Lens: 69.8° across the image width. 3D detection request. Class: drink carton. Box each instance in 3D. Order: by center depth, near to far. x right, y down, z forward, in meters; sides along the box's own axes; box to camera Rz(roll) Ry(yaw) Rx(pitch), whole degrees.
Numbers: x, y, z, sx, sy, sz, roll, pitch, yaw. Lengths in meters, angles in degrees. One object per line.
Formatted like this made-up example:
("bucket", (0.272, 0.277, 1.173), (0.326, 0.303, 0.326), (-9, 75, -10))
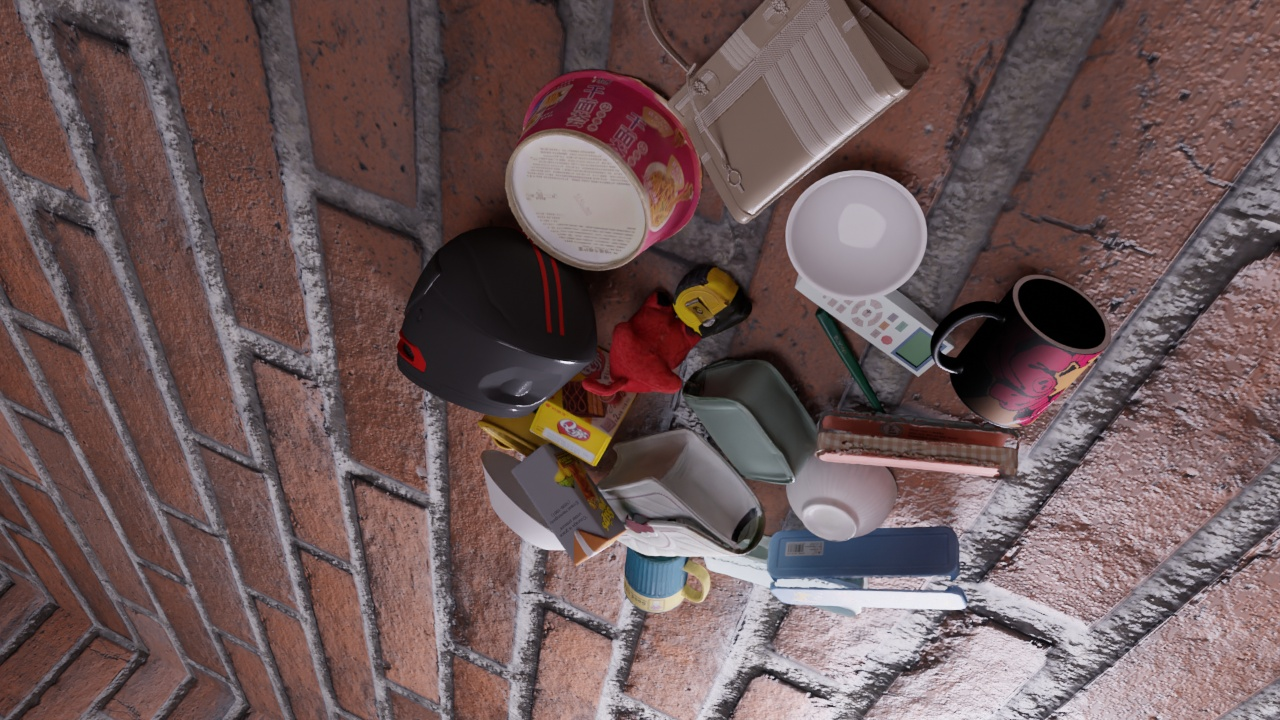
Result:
("drink carton", (-0.076, 0.152, 0.988), (0.048, 0.076, 0.125), (-39, 80, 14))

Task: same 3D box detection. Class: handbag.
("handbag", (0.081, -0.233, 0.694), (0.198, 0.062, 0.176), (48, 136, -6))
("handbag", (0.113, 0.060, 0.932), (0.106, 0.067, 0.122), (-6, 127, 54))
("handbag", (0.031, 0.161, 1.025), (0.142, 0.096, 0.199), (48, 151, -11))

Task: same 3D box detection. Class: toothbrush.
("toothbrush", (0.218, 0.023, 0.875), (0.017, 0.016, 0.190), (-14, 122, 42))

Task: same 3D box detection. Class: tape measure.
("tape measure", (0.063, -0.056, 0.875), (0.066, 0.037, 0.064), (-23, 117, 42))

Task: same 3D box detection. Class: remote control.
("remote control", (0.205, -0.047, 0.809), (0.143, 0.024, 0.050), (35, 138, -2))

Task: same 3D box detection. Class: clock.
("clock", (-0.134, 0.089, 1.095), (0.113, 0.052, 0.152), (29, 166, 3))

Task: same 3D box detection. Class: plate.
("plate", (-0.125, 0.173, 1.059), (0.174, 0.174, 0.036), (38, 95, -8))

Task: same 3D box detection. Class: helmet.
("helmet", (-0.138, -0.045, 0.895), (0.164, 0.170, 0.265), (12, -167, -34))

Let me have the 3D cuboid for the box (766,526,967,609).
("box", (0.248, 0.227, 1.008), (0.209, 0.073, 0.078), (-5, 143, 26))

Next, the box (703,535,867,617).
("box", (0.173, 0.251, 1.106), (0.199, 0.066, 0.083), (10, 159, 22))

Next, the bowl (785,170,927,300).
("bowl", (0.177, -0.108, 0.749), (0.110, 0.040, 0.110), (8, 121, 14))

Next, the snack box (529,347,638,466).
("snack box", (-0.055, 0.044, 0.989), (0.083, 0.105, 0.061), (29, 137, 2))

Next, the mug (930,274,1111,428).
("mug", (0.295, -0.010, 0.740), (0.118, 0.081, 0.098), (14, 138, -7))

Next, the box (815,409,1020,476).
("box", (0.262, 0.076, 0.874), (0.188, 0.062, 0.058), (6, 152, 11))

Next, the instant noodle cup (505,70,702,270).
("instant noodle cup", (-0.042, -0.156, 0.810), (0.179, 0.077, 0.179), (17, 137, 16))

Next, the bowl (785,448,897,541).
("bowl", (0.206, 0.149, 0.969), (0.118, 0.062, 0.118), (16, 136, 16))

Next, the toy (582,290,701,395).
("toy", (-0.005, 0.005, 0.913), (0.088, 0.132, 0.094), (50, 147, -3))

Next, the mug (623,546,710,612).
("mug", (0.035, 0.262, 1.163), (0.114, 0.083, 0.107), (22, 134, 19))
